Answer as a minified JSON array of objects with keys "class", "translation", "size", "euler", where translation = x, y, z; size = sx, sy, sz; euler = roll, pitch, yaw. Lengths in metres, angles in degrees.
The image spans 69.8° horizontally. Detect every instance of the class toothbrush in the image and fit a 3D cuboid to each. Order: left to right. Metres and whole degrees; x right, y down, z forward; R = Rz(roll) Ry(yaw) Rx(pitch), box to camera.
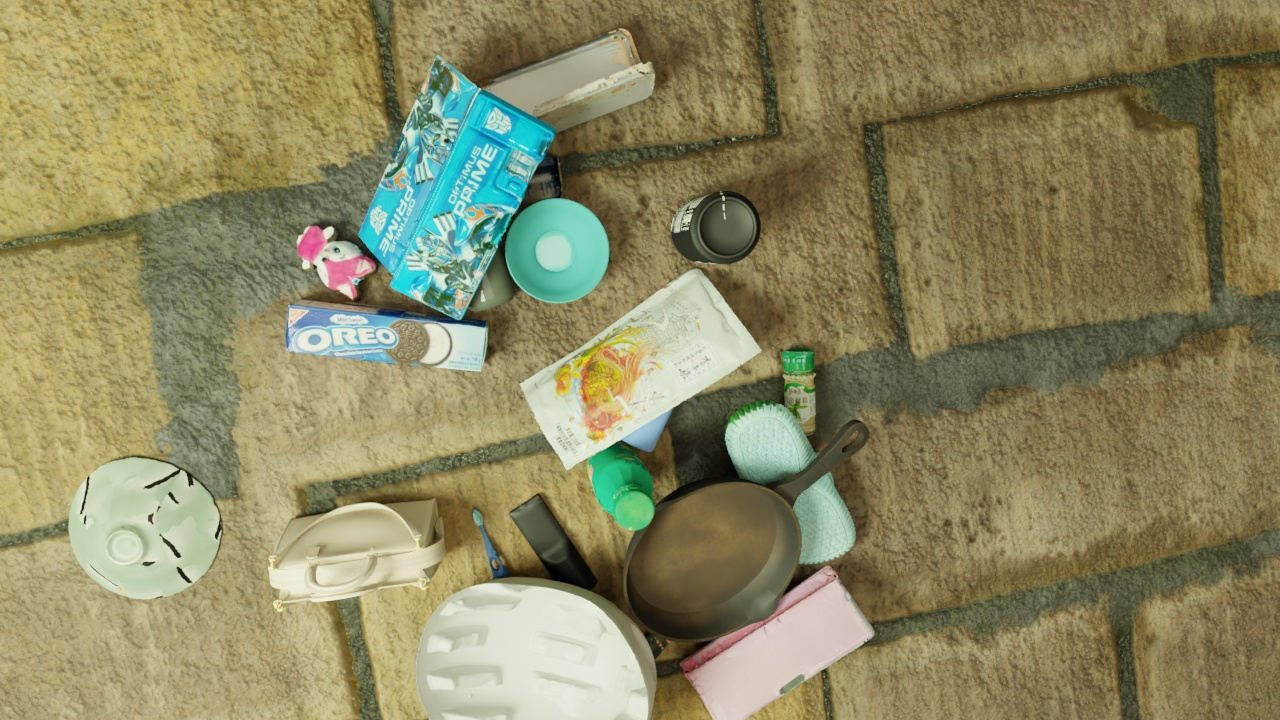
[{"class":"toothbrush","translation":[-0.184,0.246,1.147],"size":[0.021,0.016,0.132],"euler":[-21,99,-3]}]

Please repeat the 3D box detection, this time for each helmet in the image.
[{"class":"helmet","translation":[-0.123,0.371,1.085],"size":[0.282,0.184,0.224],"euler":[7,88,-5]}]

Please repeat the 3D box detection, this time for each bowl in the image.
[{"class":"bowl","translation":[-0.585,0.205,1.061],"size":[0.174,0.068,0.174],"euler":[-1,99,-8]},{"class":"bowl","translation":[-0.101,-0.131,1.098],"size":[0.121,0.046,0.121],"euler":[-1,97,-8]}]

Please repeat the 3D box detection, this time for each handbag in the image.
[{"class":"handbag","translation":[-0.319,0.227,1.033],"size":[0.194,0.198,0.101],"euler":[-7,97,-7]}]

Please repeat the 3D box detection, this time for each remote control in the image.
[{"class":"remote control","translation":[-0.109,0.237,1.155],"size":[0.045,0.021,0.140],"euler":[-33,99,-4]}]

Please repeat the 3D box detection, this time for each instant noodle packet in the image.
[{"class":"instant noodle packet","translation":[-0.007,0.006,1.102],"size":[0.269,0.057,0.146],"euler":[-33,65,0]}]

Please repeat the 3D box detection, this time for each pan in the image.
[{"class":"pan","translation":[0.129,0.191,1.103],"size":[0.356,0.043,0.248],"euler":[-42,121,3]}]

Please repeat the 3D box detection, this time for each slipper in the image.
[{"class":"slipper","translation":[0.184,0.152,1.159],"size":[0.116,0.069,0.276],"euler":[-26,118,6]}]

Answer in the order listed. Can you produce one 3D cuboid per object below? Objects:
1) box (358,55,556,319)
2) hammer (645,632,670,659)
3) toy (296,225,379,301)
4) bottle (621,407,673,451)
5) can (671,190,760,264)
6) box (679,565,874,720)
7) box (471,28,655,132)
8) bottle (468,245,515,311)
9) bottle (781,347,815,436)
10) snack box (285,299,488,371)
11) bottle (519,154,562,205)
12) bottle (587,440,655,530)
[{"class":"box","translation":[-0.217,-0.185,1.002],"size":[0.174,0.063,0.244],"euler":[35,113,8]},{"class":"hammer","translation":[0.018,0.366,1.185],"size":[0.133,0.033,0.333],"euler":[43,91,-11]},{"class":"toy","translation":[-0.358,-0.114,1.061],"size":[0.102,0.050,0.066],"euler":[38,114,-1]},{"class":"bottle","translation":[0.021,0.045,1.135],"size":[0.048,0.048,0.131],"euler":[25,93,-10]},{"class":"can","translation":[0.085,-0.153,1.070],"size":[0.080,0.146,0.080],"euler":[-1,97,-8]},{"class":"box","translation":[0.177,0.372,1.158],"size":[0.232,0.098,0.099],"euler":[-31,126,-4]},{"class":"box","translation":[-0.099,-0.316,1.064],"size":[0.216,0.095,0.107],"euler":[-22,74,-4]},{"class":"bottle","translation":[-0.191,-0.116,1.080],"size":[0.060,0.060,0.108],"euler":[-19,99,-5]},{"class":"bottle","translation":[0.202,0.040,1.164],"size":[0.042,0.042,0.110],"euler":[-4,98,-8]},{"class":"snack box","translation":[-0.294,-0.030,1.078],"size":[0.226,0.059,0.059],"euler":[7,100,-9]},{"class":"bottle","translation":[-0.172,-0.205,1.073],"size":[0.160,0.056,0.056],"euler":[-9,98,-7]},{"class":"bottle","translation":[-0.020,0.145,1.059],"size":[0.068,0.209,0.068],"euler":[-1,97,-8]}]
